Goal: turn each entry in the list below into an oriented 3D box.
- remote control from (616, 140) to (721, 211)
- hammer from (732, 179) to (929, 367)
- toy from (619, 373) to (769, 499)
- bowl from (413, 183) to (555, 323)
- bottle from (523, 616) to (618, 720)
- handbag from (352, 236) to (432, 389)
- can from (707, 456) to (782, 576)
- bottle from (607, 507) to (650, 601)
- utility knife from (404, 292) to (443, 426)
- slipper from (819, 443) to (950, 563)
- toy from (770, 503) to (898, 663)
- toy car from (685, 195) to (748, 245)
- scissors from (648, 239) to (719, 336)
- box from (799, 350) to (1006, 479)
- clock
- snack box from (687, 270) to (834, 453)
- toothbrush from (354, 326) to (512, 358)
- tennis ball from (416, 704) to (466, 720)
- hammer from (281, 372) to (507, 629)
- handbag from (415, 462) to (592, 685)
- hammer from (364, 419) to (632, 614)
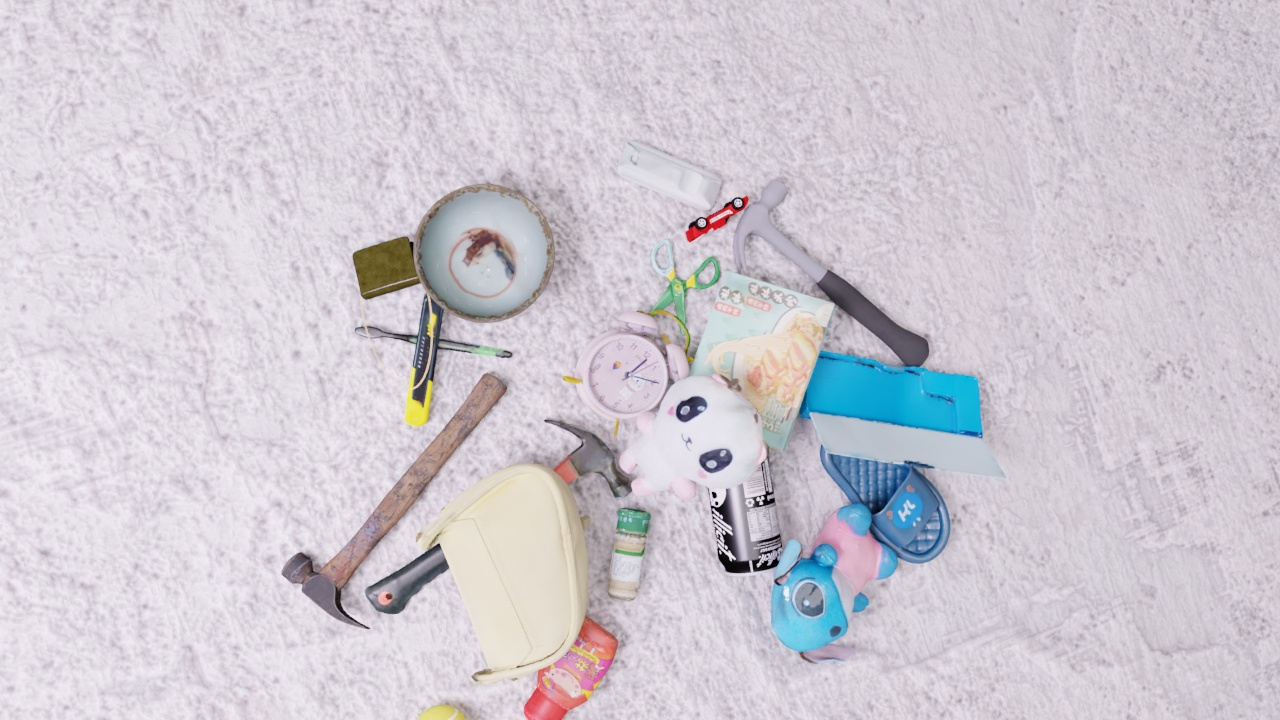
[{"bbox_3d":[0.037,-0.236,1.169,0.133,0.022,0.050,21,83,-8],"label":"remote control"},{"bbox_3d":[0.252,-0.093,1.197,0.311,0.029,0.125,38,81,-7],"label":"hammer"},{"bbox_3d":[0.058,0.096,1.071,0.180,0.101,0.139,-30,80,14],"label":"toy"},{"bbox_3d":[-0.185,-0.120,1.085,0.160,0.094,0.160,1,87,-10],"label":"bowl"},{"bbox_3d":[-0.086,0.376,1.096,0.071,0.048,0.134,33,83,10],"label":"bottle"},{"bbox_3d":[-0.284,-0.052,1.077,0.084,0.027,0.178,-16,78,4],"label":"handbag"},{"bbox_3d":[0.127,0.185,1.131,0.080,0.080,0.146,-8,88,-11],"label":"can"},{"bbox_3d":[-0.015,0.237,1.122,0.042,0.043,0.110,9,85,-10],"label":"bottle"},{"bbox_3d":[-0.256,-0.008,1.093,0.028,0.020,0.174,8,91,-14],"label":"utility knife"},{"bbox_3d":[0.321,0.166,1.180,0.103,0.059,0.213,-42,92,-11],"label":"slipper"},{"bbox_3d":[0.229,0.263,1.124,0.191,0.099,0.224,-43,126,-22],"label":"toy"},{"bbox_3d":[0.098,-0.180,1.168,0.089,0.038,0.025,-30,95,-11],"label":"toy car"},{"bbox_3d":[0.042,-0.098,1.167,0.127,0.012,0.123,-44,93,-11],"label":"scissors"},{"bbox_3d":[0.324,0.078,1.162,0.243,0.060,0.175,9,48,-10],"label":"box"},{"bbox_3d":[-0.007,0.007,1.123,0.158,0.059,0.117,-43,95,-4],"label":"clock"},{"bbox_3d":[0.143,0.001,1.142,0.141,0.044,0.193,19,83,14],"label":"snack box"},{"bbox_3d":[-0.249,-0.021,1.112,0.188,0.017,0.014,9,89,-13],"label":"toothbrush"},{"bbox_3d":[-0.231,0.432,1.060,0.065,0.065,0.065,1,86,-10],"label":"tennis ball"},{"bbox_3d":[-0.266,0.155,1.080,0.120,0.033,0.330,37,78,7],"label":"hammer"},{"bbox_3d":[-0.141,0.242,1.056,0.191,0.088,0.233,-21,89,2],"label":"handbag"},{"bbox_3d":[-0.178,0.195,1.102,0.332,0.033,0.133,-35,95,-10],"label":"hammer"}]
